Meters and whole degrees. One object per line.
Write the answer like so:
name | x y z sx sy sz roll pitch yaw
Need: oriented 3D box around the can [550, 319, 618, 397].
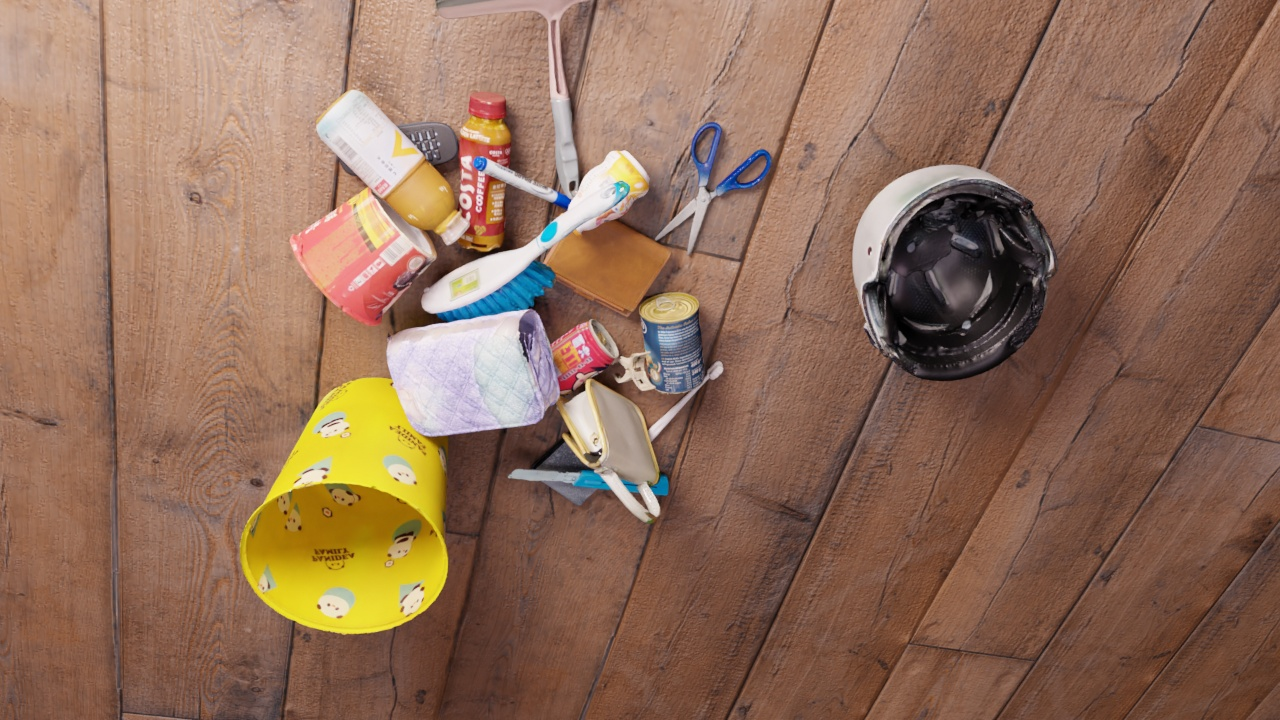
can | -0.082 -0.003 1.178 0.094 0.066 0.066 -35 118 14

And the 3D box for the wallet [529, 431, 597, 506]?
wallet | -0.083 0.145 1.298 0.097 0.019 0.121 38 110 -27

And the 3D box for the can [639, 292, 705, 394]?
can | 0.042 -0.021 1.175 0.075 0.075 0.111 -9 122 0

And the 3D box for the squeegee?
squeegee | -0.089 -0.296 1.018 0.247 0.040 0.250 -16 129 -16

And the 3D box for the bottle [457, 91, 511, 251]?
bottle | -0.179 -0.214 1.047 0.057 0.057 0.175 4 121 -8

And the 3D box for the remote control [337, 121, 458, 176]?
remote control | -0.274 -0.241 1.041 0.136 0.024 0.053 -8 119 2

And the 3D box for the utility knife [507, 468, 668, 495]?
utility knife | -0.069 0.168 1.291 0.238 0.018 0.034 7 123 -20

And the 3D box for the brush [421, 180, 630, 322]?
brush | -0.126 -0.114 1.059 0.315 0.060 0.109 -21 153 21

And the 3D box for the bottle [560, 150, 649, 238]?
bottle | -0.043 -0.190 1.062 0.108 0.063 0.063 -42 117 4

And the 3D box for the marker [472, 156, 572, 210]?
marker | -0.131 -0.201 1.043 0.145 0.017 0.017 16 122 -48

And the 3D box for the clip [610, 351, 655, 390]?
clip | -0.007 0.012 1.175 0.034 0.100 0.071 -9 95 -20

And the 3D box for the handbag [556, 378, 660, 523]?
handbag | -0.033 0.126 1.176 0.063 0.178 0.163 -29 152 17

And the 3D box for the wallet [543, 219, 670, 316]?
wallet | -0.047 -0.116 1.132 0.130 0.035 0.119 27 115 -18

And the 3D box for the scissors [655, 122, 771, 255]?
scissors | 0.087 -0.206 1.104 0.164 0.012 0.162 -10 123 2

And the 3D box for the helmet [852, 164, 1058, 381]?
helmet | 0.355 -0.120 1.099 0.230 0.156 0.274 -28 130 9

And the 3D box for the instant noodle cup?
instant noodle cup | -0.308 -0.124 1.051 0.109 0.137 0.138 -38 117 7

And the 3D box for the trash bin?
trash bin | -0.344 0.163 1.144 0.229 0.254 0.230 -2 122 -4

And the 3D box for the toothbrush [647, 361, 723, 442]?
toothbrush | 0.051 0.067 1.263 0.016 0.016 0.180 35 112 -21

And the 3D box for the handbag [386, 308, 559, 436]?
handbag | -0.200 0.015 1.105 0.194 0.075 0.134 -7 112 20

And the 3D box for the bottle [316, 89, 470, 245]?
bottle | -0.265 -0.206 1.005 0.068 0.068 0.189 -37 111 16
